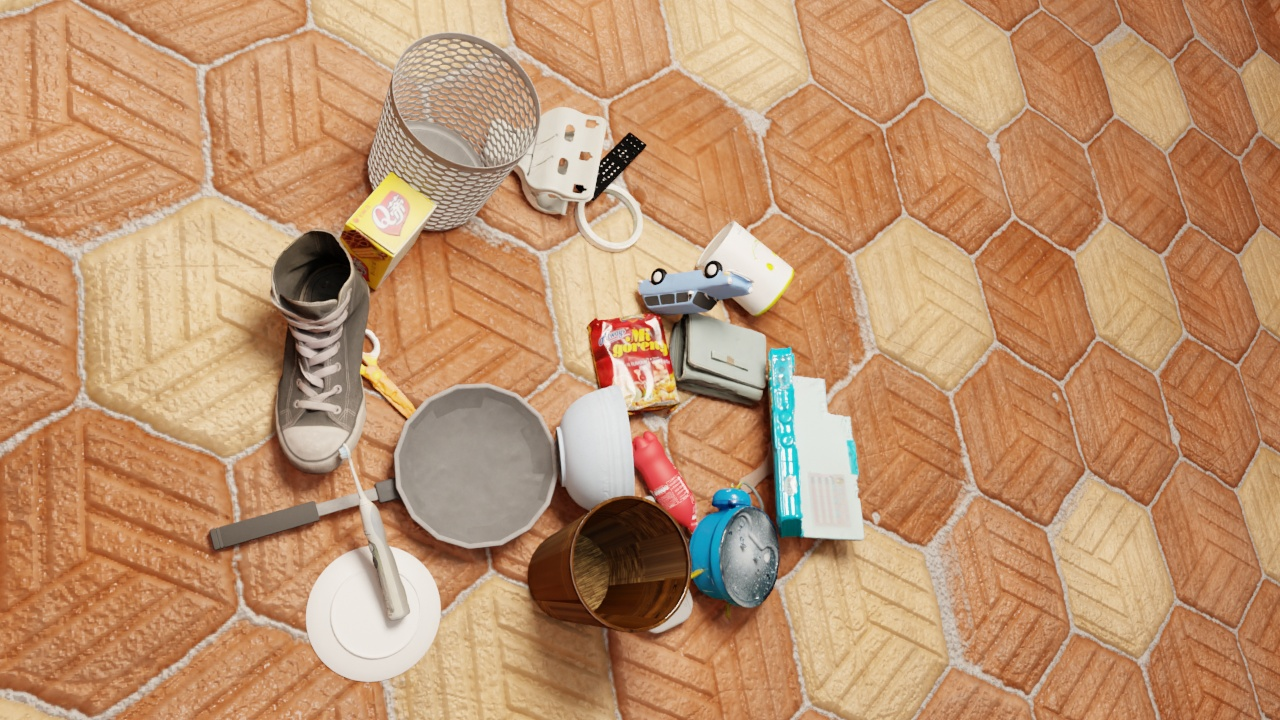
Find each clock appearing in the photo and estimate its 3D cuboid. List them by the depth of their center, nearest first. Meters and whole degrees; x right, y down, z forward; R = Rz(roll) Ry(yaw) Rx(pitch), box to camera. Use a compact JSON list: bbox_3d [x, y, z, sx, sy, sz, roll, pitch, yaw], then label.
[{"bbox_3d":[0.118,0.220,1.102,0.117,0.060,0.161,51,49,-28],"label":"clock"}]

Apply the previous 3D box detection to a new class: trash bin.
[{"bbox_3d":[-0.217,-0.244,1.023,0.156,0.184,0.156,9,70,-25],"label":"trash bin"}]

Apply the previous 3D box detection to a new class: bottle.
[{"bbox_3d":[0.033,0.152,1.106,0.041,0.042,0.141,-33,90,-31],"label":"bottle"}]

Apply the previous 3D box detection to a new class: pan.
[{"bbox_3d":[-0.259,0.135,0.965,0.356,0.041,0.178,-14,83,-24],"label":"pan"}]

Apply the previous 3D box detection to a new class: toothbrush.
[{"bbox_3d":[-0.267,0.170,0.917,0.024,0.022,0.185,-20,99,-33],"label":"toothbrush"}]

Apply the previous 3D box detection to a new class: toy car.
[{"bbox_3d":[0.067,-0.087,1.137,0.056,0.154,0.054,17,75,-48],"label":"toy car"}]

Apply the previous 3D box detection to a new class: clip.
[{"bbox_3d":[-0.123,-0.251,1.158,0.152,0.105,0.126,5,67,8],"label":"clip"}]

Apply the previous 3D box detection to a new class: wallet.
[{"bbox_3d":[0.103,-0.003,1.190,0.131,0.054,0.100,15,68,-28],"label":"wallet"}]

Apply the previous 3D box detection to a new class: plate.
[{"bbox_3d":[-0.269,0.257,0.936,0.134,0.011,0.134,8,70,-25],"label":"plate"}]

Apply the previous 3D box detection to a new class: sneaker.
[{"bbox_3d":[-0.323,-0.009,0.919,0.095,0.120,0.234,7,71,-4],"label":"sneaker"}]

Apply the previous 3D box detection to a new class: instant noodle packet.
[{"bbox_3d":[-0.007,0.007,1.136,0.098,0.040,0.135,-6,75,-24],"label":"instant noodle packet"}]

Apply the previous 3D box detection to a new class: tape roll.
[{"bbox_3d":[-0.041,-0.186,1.194,0.093,0.013,0.093,8,70,-24],"label":"tape roll"}]

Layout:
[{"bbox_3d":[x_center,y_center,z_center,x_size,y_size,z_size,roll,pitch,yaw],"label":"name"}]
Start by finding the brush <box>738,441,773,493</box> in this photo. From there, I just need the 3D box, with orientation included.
[{"bbox_3d":[0.178,0.132,1.202,0.135,0.015,0.050,-33,89,-31],"label":"brush"}]

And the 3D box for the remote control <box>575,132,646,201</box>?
[{"bbox_3d":[-0.037,-0.257,1.210,0.030,0.009,0.139,37,53,0],"label":"remote control"}]

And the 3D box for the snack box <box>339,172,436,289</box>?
[{"bbox_3d":[-0.281,-0.140,1.002,0.061,0.106,0.083,37,61,-12],"label":"snack box"}]

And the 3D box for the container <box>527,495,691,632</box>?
[{"bbox_3d":[-0.045,0.221,0.970,0.132,0.168,0.132,9,70,-25],"label":"container"}]

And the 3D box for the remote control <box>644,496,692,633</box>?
[{"bbox_3d":[0.007,0.241,1.078,0.074,0.019,0.151,-17,81,-30],"label":"remote control"}]

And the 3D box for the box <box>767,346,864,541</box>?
[{"bbox_3d":[0.208,0.114,1.179,0.171,0.084,0.226,26,55,-43],"label":"box"}]

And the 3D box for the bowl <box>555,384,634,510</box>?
[{"bbox_3d":[-0.055,0.104,1.027,0.074,0.151,0.150,-5,75,-9],"label":"bowl"}]

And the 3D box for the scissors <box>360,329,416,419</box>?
[{"bbox_3d":[-0.288,0.016,1.005,0.128,0.013,0.065,45,61,-7],"label":"scissors"}]

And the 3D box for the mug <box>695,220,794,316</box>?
[{"bbox_3d":[0.139,-0.123,1.226,0.106,0.083,0.082,39,61,-10],"label":"mug"}]
